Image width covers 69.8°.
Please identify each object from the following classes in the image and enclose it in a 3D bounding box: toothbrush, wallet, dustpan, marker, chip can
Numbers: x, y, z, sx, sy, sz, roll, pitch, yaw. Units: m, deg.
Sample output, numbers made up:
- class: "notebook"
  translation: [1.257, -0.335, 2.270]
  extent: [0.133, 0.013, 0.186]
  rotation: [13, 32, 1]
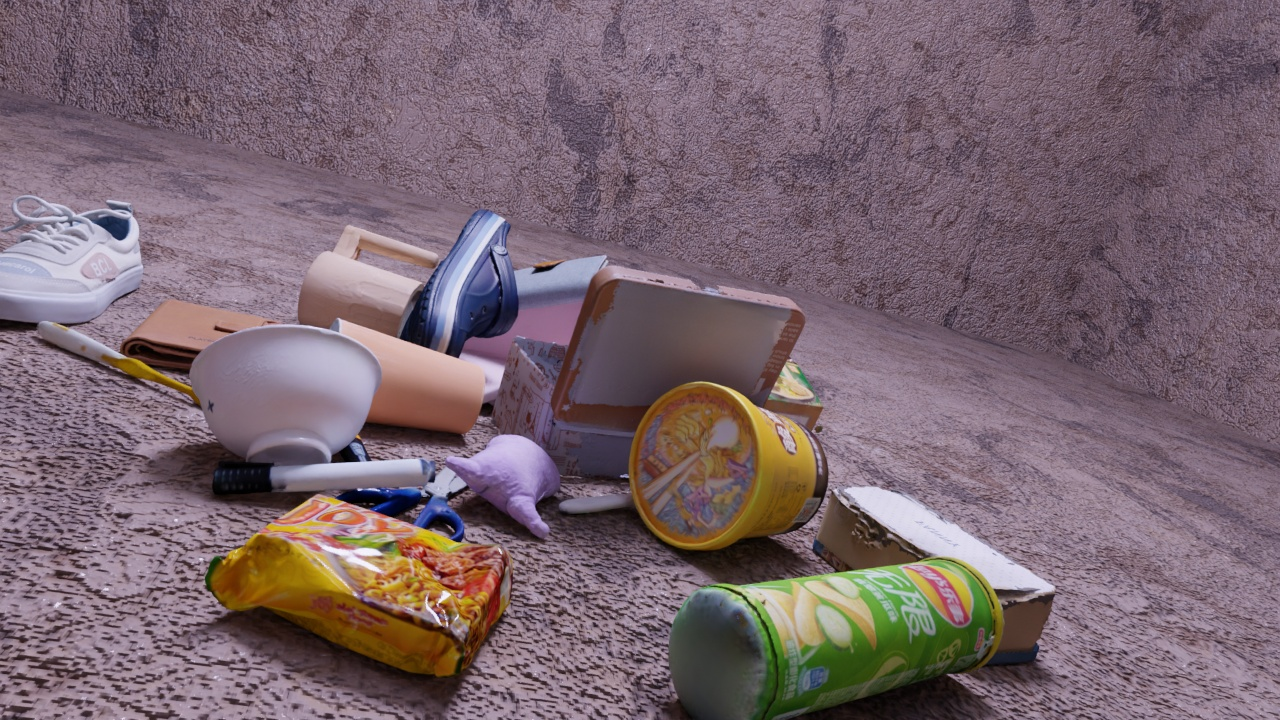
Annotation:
- class: "toothbrush"
  translation: [-0.384, 0.003, 0.694]
  extent: [0.191, 0.016, 0.018]
  rotation: [19, 2, 16]
- class: "wallet"
  translation: [-0.369, -0.019, 0.786]
  extent: [0.107, 0.031, 0.132]
  rotation: [10, 14, -17]
- class: "dustpan"
  translation: [-0.089, -0.037, 0.954]
  extent: [0.273, 0.139, 0.222]
  rotation: [9, 13, -30]
- class: "wallet"
  translation: [-0.106, -0.090, 1.029]
  extent: [0.130, 0.037, 0.106]
  rotation: [-7, 23, 13]
- class: "marker"
  translation: [-0.201, 0.061, 0.639]
  extent: [0.018, 0.015, 0.124]
  rotation: [5, 11, -28]
- class: "chip can"
  translation: [0.113, 0.151, 0.505]
  extent: [0.220, 0.073, 0.073]
  rotation: [5, 16, -41]
- class: "marker"
  translation: [-0.193, 0.070, 0.566]
  extent: [0.130, 0.022, 0.018]
  rotation: [-1, -4, -22]
- class: "toothbrush"
  translation: [0.010, 0.110, 0.714]
  extent: [0.179, 0.016, 0.016]
  rotation: [2, 16, -41]

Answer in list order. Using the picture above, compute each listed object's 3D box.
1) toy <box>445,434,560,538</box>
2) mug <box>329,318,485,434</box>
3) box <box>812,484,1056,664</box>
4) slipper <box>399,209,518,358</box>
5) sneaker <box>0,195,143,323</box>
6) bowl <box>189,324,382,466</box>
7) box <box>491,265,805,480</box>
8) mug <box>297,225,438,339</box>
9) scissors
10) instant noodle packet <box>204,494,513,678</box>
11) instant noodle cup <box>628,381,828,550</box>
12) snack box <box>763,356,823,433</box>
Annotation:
- class: "toy"
  translation: [-0.087, 0.082, 0.651]
  extent: [0.084, 0.039, 0.108]
  rotation: [40, 10, 1]
- class: "mug"
  translation: [-0.192, 0.020, 0.735]
  extent: [0.122, 0.078, 0.078]
  rotation: [16, 11, -26]
- class: "box"
  translation: [0.211, 0.153, 0.666]
  extent: [0.089, 0.059, 0.184]
  rotation: [8, 16, -27]
- class: "slipper"
  translation: [-0.171, -0.059, 0.925]
  extent: [0.095, 0.105, 0.252]
  rotation: [26, 36, -12]
- class: "sneaker"
  translation: [-0.506, -0.095, 0.812]
  extent: [0.089, 0.091, 0.242]
  rotation: [12, 13, -10]
- class: "bowl"
  translation: [-0.224, 0.037, 0.586]
  extent: [0.118, 0.119, 0.064]
  rotation: [8, 52, -32]
- class: "box"
  translation: [-0.008, 0.002, 0.775]
  extent: [0.180, 0.227, 0.156]
  rotation: [8, 31, -25]
- class: "mug"
  translation: [-0.277, -0.074, 0.947]
  extent: [0.103, 0.124, 0.084]
  rotation: [17, -27, 1]
- class: "scissors"
  translation: [-0.149, 0.088, 0.613]
  extent: [0.140, 0.012, 0.171]
  rotation: [10, 11, -24]
- class: "instant noodle packet"
  translation: [-0.133, 0.108, 0.463]
  extent: [0.128, 0.044, 0.110]
  rotation: [16, 8, 5]
- class: "instant noodle cup"
  translation: [0.072, 0.083, 0.686]
  extent: [0.114, 0.118, 0.118]
  rotation: [14, 9, -47]
- class: "snack box"
  translation: [0.109, 0.047, 0.913]
  extent: [0.117, 0.118, 0.105]
  rotation: [9, 24, -31]
